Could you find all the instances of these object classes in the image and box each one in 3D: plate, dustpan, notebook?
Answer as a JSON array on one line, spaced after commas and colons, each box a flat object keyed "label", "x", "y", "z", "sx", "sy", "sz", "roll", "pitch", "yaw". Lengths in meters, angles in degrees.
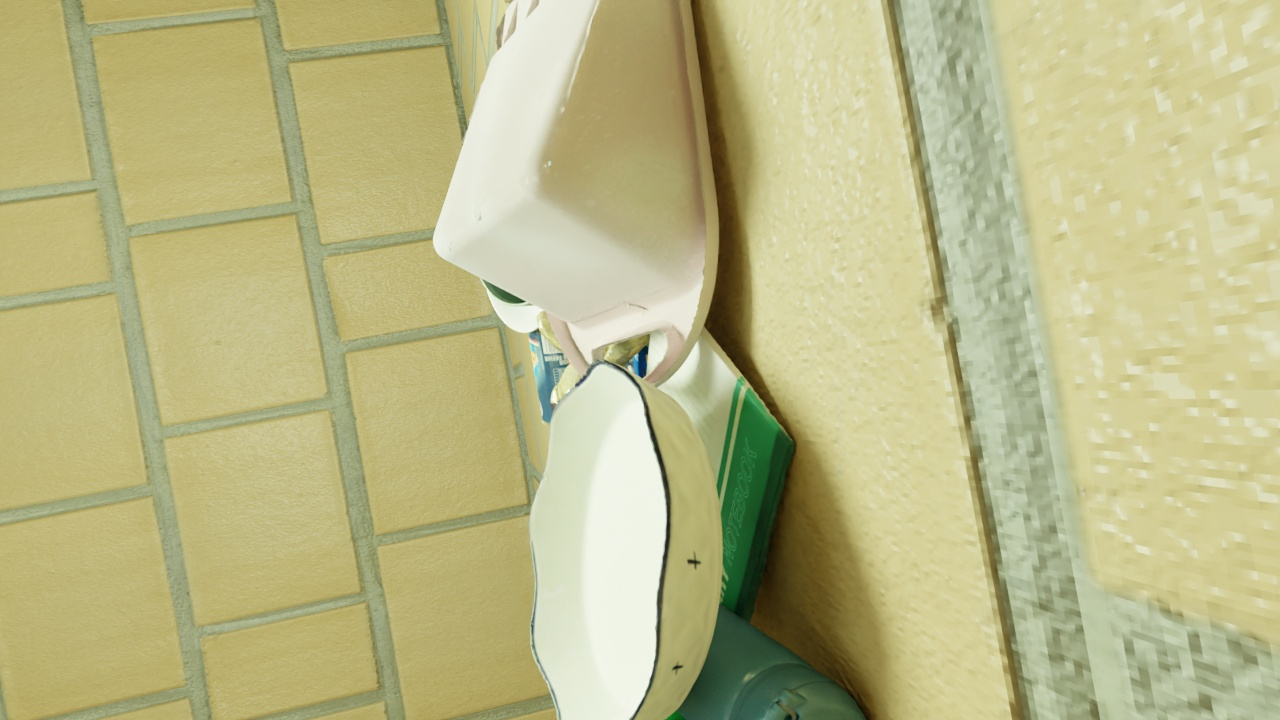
[{"label": "plate", "x": -0.013, "y": 0.105, "z": 0.510, "sx": 0.205, "sy": 0.045, "sz": 0.205, "roll": -173, "pitch": 90, "yaw": -67}, {"label": "dustpan", "x": -0.023, "y": -0.127, "z": 0.569, "sx": 0.223, "sy": 0.138, "sz": 0.273, "roll": -10, "pitch": 60, "yaw": 60}, {"label": "notebook", "x": 0.037, "y": 0.075, "z": 0.569, "sx": 0.150, "sy": 0.012, "sz": 0.210, "roll": -124, "pitch": 29, "yaw": -43}]

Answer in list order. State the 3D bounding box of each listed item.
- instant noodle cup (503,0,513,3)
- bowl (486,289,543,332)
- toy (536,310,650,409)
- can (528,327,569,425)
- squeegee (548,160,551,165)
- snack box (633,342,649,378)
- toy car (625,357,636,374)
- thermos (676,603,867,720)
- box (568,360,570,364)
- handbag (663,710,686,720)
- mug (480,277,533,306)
[{"label": "instant noodle cup", "x": -0.086, "y": -0.339, "z": 0.659, "sx": 0.116, "sy": 0.116, "sz": 0.124, "roll": 149, "pitch": 99, "yaw": -78}, {"label": "bowl", "x": -0.109, "y": -0.093, "z": 0.981, "sx": 0.118, "sy": 0.064, "sz": 0.118, "roll": 18, "pitch": 115, "yaw": 44}, {"label": "toy", "x": -0.024, "y": -0.033, "z": 0.660, "sx": 0.066, "sy": 0.105, "sz": 0.157, "roll": 11, "pitch": -90, "yaw": -57}, {"label": "can", "x": -0.080, "y": 0.009, "z": 1.011, "sx": 0.075, "sy": 0.075, "sz": 0.111, "roll": -142, "pitch": 43, "yaw": -74}, {"label": "squeegee", "x": -0.062, "y": -0.126, "z": 0.837, "sx": 0.246, "sy": 0.039, "sz": 0.247, "roll": -123, "pitch": 20, "yaw": -62}, {"label": "snack box", "x": 0.024, "y": 0.066, "z": 0.670, "sx": 0.084, "sy": 0.026, "sz": 0.157, "roll": -137, "pitch": 38, "yaw": -71}, {"label": "toy car", "x": -0.004, "y": 0.004, "z": 0.738, "sx": 0.054, "sy": 0.036, "sz": 0.120, "roll": 138, "pitch": 124, "yaw": -77}, {"label": "thermos", "x": 0.042, "y": 0.172, "z": 0.507, "sx": 0.221, "sy": 0.070, "sz": 0.070, "roll": -168, "pitch": 68, "yaw": -66}, {"label": "box", "x": -0.020, "y": 0.078, "z": 0.858, "sx": 0.087, "sy": 0.048, "sz": 0.201, "roll": -126, "pitch": 21, "yaw": -46}, {"label": "handbag", "x": 0.032, "y": 0.217, "z": 0.692, "sx": 0.132, "sy": 0.068, "sz": 0.120, "roll": 96, "pitch": 152, "yaw": -53}, {"label": "mug", "x": -0.056, "y": -0.094, "z": 0.724, "sx": 0.112, "sy": 0.106, "sz": 0.082, "roll": -41, "pitch": 72, "yaw": 32}]
